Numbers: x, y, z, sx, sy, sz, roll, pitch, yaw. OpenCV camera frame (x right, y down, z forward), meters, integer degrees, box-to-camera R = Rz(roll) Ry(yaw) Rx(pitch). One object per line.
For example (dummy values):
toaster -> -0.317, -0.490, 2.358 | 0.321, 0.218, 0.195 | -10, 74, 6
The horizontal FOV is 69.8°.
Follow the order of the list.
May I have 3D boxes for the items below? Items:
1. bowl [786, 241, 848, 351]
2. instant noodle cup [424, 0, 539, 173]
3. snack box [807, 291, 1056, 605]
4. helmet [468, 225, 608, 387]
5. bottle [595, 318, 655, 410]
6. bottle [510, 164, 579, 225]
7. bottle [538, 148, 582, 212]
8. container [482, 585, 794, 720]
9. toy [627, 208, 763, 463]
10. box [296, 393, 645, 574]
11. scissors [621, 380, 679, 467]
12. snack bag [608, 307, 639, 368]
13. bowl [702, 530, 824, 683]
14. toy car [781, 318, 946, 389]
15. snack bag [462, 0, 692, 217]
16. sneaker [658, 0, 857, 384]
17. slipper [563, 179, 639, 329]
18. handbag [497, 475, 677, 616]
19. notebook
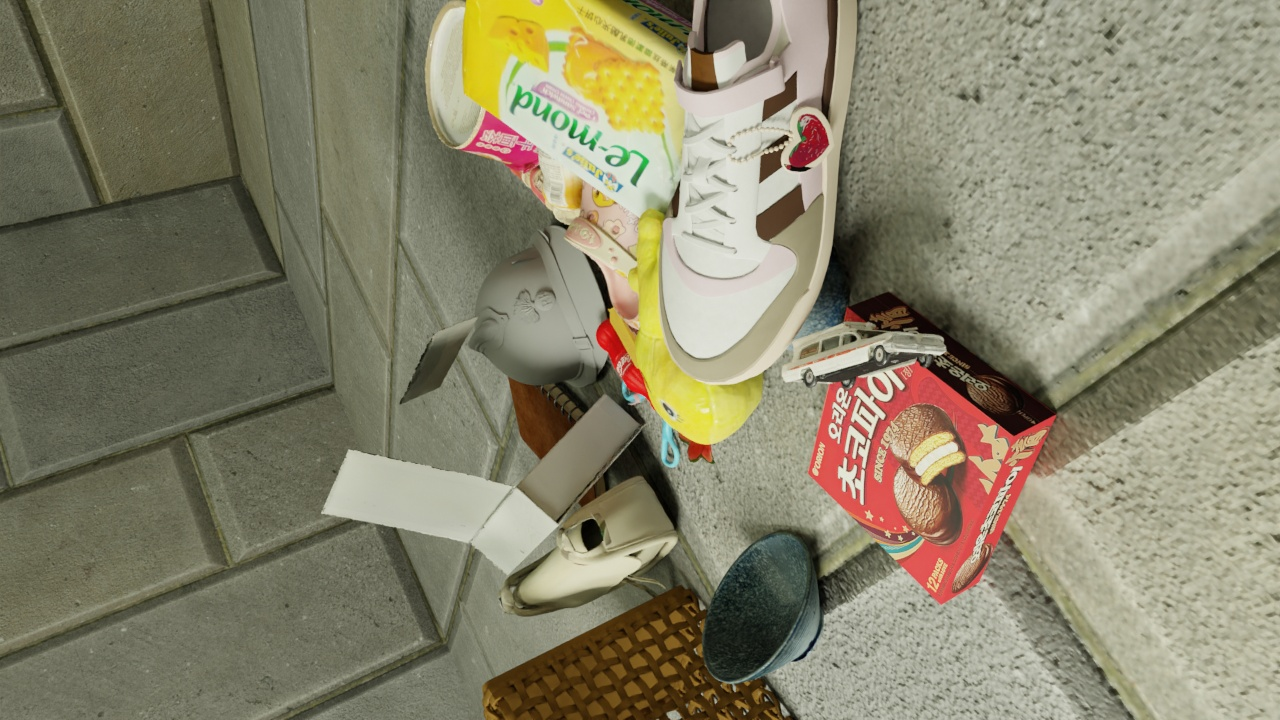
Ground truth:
bowl -> 0.094, -0.051, 0.655 | 0.110, 0.055, 0.110 | 42, 143, 43
instant noodle cup -> -0.149, -0.276, 0.895 | 0.179, 0.077, 0.179 | 15, 108, 53
snack box -> 0.176, 0.056, 0.590 | 0.132, 0.035, 0.152 | 47, 146, 39
helmet -> -0.135, -0.042, 1.033 | 0.183, 0.117, 0.272 | 68, 159, 5
bottle -> -0.005, 0.005, 0.897 | 0.119, 0.036, 0.036 | 55, 152, 40
bottle -> -0.094, -0.184, 0.943 | 0.109, 0.044, 0.044 | 49, 147, 36
bottle -> -0.063, -0.195, 0.849 | 0.063, 0.063, 0.109 | 40, 141, 46
container -> -0.003, 0.423, 0.957 | 0.214, 0.251, 0.220 | 47, 146, 40
toy -> 0.038, -0.017, 0.723 | 0.134, 0.092, 0.208 | 50, 165, 59
box -> -0.173, 0.119, 0.954 | 0.168, 0.329, 0.164 | 130, 143, -50
scissors -> 0.021, 0.054, 0.923 | 0.135, 0.015, 0.129 | -4, 103, 66
snack bag -> -0.004, -0.023, 0.884 | 0.099, 0.026, 0.020 | 61, 142, 43
bowl -> 0.117, 0.219, 0.778 | 0.057, 0.136, 0.137 | 33, 161, -17
toy car -> 0.130, -0.007, 0.553 | 0.113, 0.039, 0.039 | 153, 117, -64
snack bag -> -0.036, -0.220, 0.694 | 0.247, 0.068, 0.160 | 37, 149, 9
sneaker -> 0.054, -0.110, 0.546 | 0.112, 0.116, 0.294 | 22, 116, 25
slipper -> -0.024, -0.110, 0.815 | 0.093, 0.081, 0.197 | 32, 138, 51
handbag -> -0.040, 0.225, 0.990 | 0.132, 0.183, 0.230 | 57, 140, 16
notebook -> -0.110, 0.088, 1.183 | 0.225, 0.024, 0.168 | 40, 145, 46
